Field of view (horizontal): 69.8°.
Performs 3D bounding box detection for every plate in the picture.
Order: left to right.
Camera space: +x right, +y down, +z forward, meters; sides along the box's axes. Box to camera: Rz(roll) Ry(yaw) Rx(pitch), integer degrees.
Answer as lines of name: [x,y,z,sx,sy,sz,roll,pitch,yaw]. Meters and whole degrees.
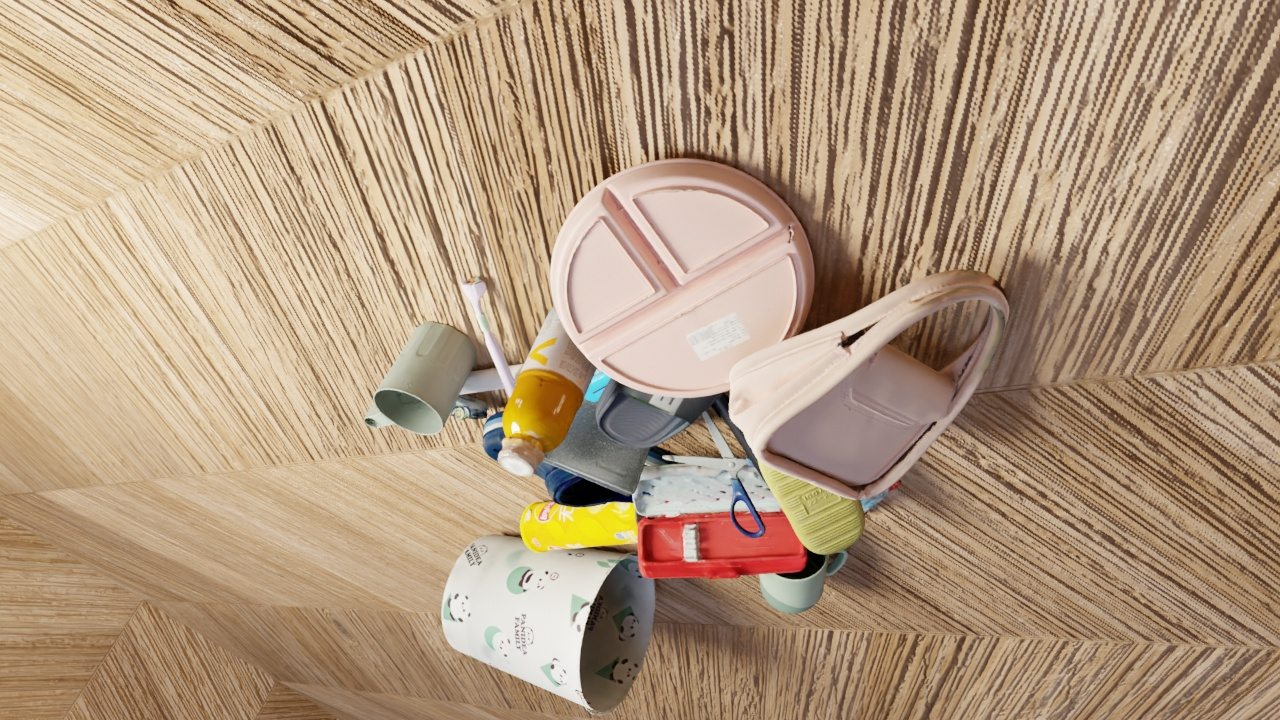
plate: [0.035,-0.060,0.790,0.229,0.028,0.230,2,122,3]

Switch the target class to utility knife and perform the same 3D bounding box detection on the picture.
utility knife: [-0.006,0.006,0.977,0.034,0.018,0.192,38,139,-21]

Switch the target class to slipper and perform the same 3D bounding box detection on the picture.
slipper: [-0.076,0.138,1.122,0.253,0.095,0.105,14,141,4]
slipper: [0.028,0.032,0.919,0.110,0.083,0.269,24,140,-12]
slipper: [0.175,0.118,0.969,0.091,0.081,0.190,-24,114,0]

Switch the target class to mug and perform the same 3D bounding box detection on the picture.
mug: [-0.256,0.023,1.052,0.124,0.103,0.083,-14,132,40]
mug: [0.205,0.260,1.157,0.111,0.082,0.106,-14,140,-4]

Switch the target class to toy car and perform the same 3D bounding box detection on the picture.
toy car: [-0.236,0.051,1.128,0.106,0.031,0.049,12,-172,16]

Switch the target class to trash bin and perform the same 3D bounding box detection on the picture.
trash bin: [-0.138,0.372,1.354,0.252,0.228,0.230,7,142,27]

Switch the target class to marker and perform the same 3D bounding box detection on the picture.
marker: [0.111,0.083,0.988,0.022,0.020,0.132,-29,108,19]

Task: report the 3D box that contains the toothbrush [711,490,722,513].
toothbrush: [0.097,0.213,1.192,0.016,0.018,0.192,10,143,12]

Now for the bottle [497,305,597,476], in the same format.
bottle: [-0.087,0.025,0.896,0.068,0.189,0.068,14,145,10]

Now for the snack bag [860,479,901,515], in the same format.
snack bag: [0.251,0.151,1.027,0.045,0.026,0.106,15,146,-7]

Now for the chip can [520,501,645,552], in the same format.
chip can: [-0.064,0.217,1.233,0.214,0.071,0.072,-13,132,37]

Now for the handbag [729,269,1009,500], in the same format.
handbag: [0.209,0.012,0.783,0.193,0.093,0.235,21,128,-39]

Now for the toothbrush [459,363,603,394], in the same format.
toothbrush: [-0.133,0.016,1.047,0.222,0.026,0.026,-8,116,33]

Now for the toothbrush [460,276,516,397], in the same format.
toothbrush: [-0.156,-0.009,1.004,0.029,0.021,0.189,3,131,23]

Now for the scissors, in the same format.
scissors: [0.113,0.124,1.026,0.176,0.012,0.162,-5,106,7]

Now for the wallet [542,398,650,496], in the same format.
wallet: [-0.049,0.092,1.041,0.121,0.097,0.019,22,149,-1]

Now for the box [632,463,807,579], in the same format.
box: [0.093,0.183,1.078,0.201,0.060,0.161,-3,110,5]
